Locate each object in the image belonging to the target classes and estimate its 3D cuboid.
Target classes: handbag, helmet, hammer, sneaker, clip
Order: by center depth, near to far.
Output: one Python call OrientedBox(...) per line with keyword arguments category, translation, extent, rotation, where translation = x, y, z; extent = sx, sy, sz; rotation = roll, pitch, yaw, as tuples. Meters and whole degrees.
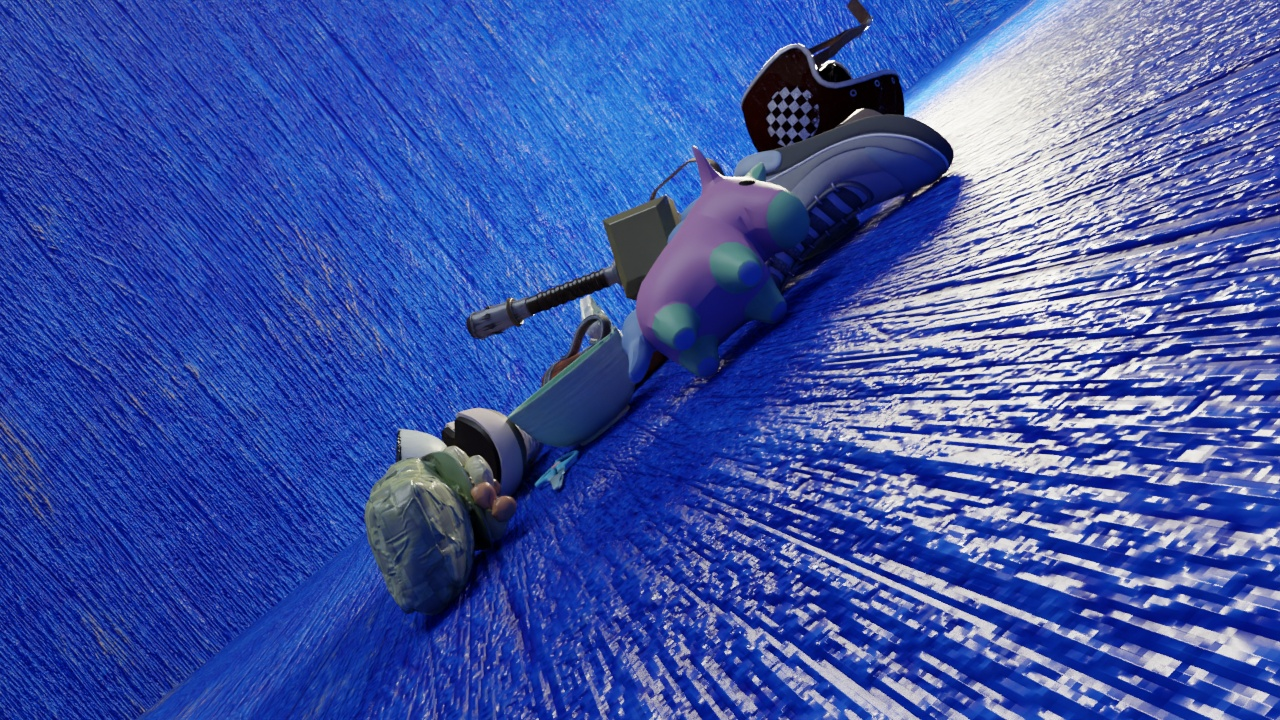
OrientedBox(category="handbag", translation=(-0.160, 0.133, 0.756), extent=(0.117, 0.113, 0.186), rotation=(-26, 6, -9))
OrientedBox(category="sneaker", translation=(0.175, -0.136, 0.896), extent=(0.257, 0.093, 0.160), rotation=(-2, 64, 53))
OrientedBox(category="clip", translation=(0.205, -0.148, 1.050), extent=(0.164, 0.031, 0.169), rotation=(-40, 6, -41))
OrientedBox(category="sneaker", translation=(-0.155, 0.104, 1.093), extent=(0.116, 0.111, 0.294), rotation=(-19, -2, -19))
OrientedBox(category="hammer", translation=(-0.080, -0.095, 1.194), extent=(0.325, 0.100, 0.190), rotation=(-19, -7, 16))
OrientedBox(category="helmet", translation=(0.276, -0.385, 1.379), extent=(0.234, 0.253, 0.232), rotation=(-39, -11, 28))

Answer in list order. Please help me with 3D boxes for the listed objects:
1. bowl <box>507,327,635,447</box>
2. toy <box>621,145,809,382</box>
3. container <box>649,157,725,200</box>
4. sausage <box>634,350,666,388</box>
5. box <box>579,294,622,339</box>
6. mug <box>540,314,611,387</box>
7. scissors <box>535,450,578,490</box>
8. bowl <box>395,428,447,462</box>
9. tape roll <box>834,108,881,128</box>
OrientedBox(category="bowl", translation=(-0.061, 0.041, 0.975), extent=(0.151, 0.077, 0.151), rotation=(-39, 5, 4))
OrientedBox(category="toy", translation=(0.056, -0.080, 0.815), extent=(0.222, 0.120, 0.171), rotation=(-41, 37, 3))
OrientedBox(category="container", translation=(0.102, -0.204, 1.380), extent=(0.158, 0.186, 0.249), rotation=(-34, 7, 48))
OrientedBox(category="sausage", translation=(-0.007, 0.007, 1.114), extent=(0.045, 0.039, 0.163), rotation=(-30, 10, 47))
OrientedBox(category="box", translation=(-0.032, -0.063, 1.348), extent=(0.130, 0.105, 0.210), rotation=(-48, 15, 2))
OrientedBox(category="mug", translation=(-0.067, 0.007, 1.175), extent=(0.081, 0.117, 0.111), rotation=(4, -21, -37))
OrientedBox(category="scissors", translation=(-0.080, 0.109, 0.876), extent=(0.055, 0.015, 0.136), rotation=(-37, 1, -3))
OrientedBox(category="bowl", translation=(-0.249, 0.156, 1.074), extent=(0.072, 0.153, 0.154), rotation=(0, -8, -18))
OrientedBox(category="tape roll", translation=(0.258, -0.233, 1.028), extent=(0.030, 0.093, 0.094), rotation=(-40, 5, -13))
